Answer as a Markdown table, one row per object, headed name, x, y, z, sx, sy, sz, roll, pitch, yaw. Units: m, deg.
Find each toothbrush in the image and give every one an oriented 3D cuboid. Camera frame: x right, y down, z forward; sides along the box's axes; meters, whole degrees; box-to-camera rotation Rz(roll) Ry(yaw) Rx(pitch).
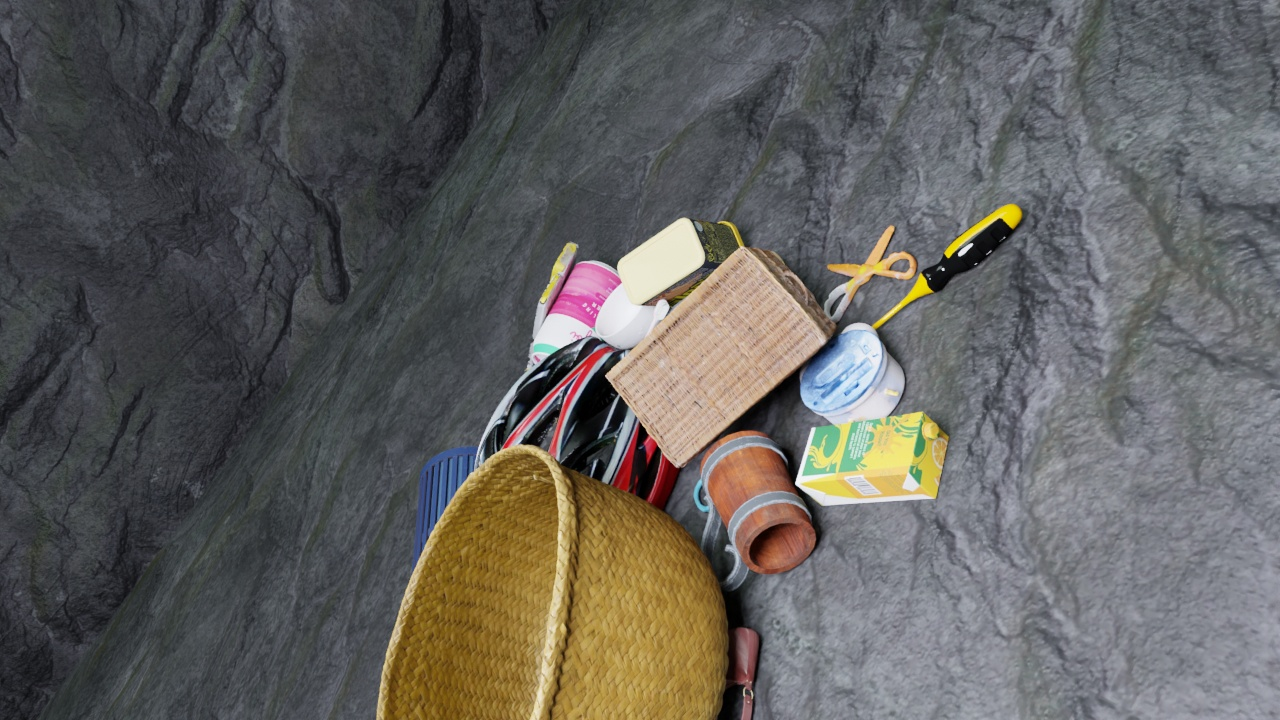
| name | x | y | z | sx | sy | sz | roll | pitch | yaw |
| --- | --- | --- | --- | --- | --- | --- | --- | --- | --- |
| toothbrush | -0.007 | 0.007 | 1.149 | 0.181 | 0.015 | 0.018 | -64 | 18 | 13 |
| toothbrush | 0.276 | -0.076 | 0.867 | 0.197 | 0.031 | 0.030 | -43 | 34 | 23 |

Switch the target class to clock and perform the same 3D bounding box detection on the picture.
| name | x | y | z | sx | sy | sz | roll | pitch | yaw |
| --- | --- | --- | --- | --- | --- | --- | --- | --- | --- |
| clock | 0.194 | 0.012 | 0.856 | 0.089 | 0.052 | 0.125 | -42 | 29 | 18 |

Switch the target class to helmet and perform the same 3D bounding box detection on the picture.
| name | x | y | z | sx | sy | sz | roll | pitch | yaw |
| --- | --- | --- | --- | --- | --- | --- | --- | --- | --- |
| helmet | -0.075 | 0.104 | 0.996 | 0.218 | 0.167 | 0.271 | 20 | 68 | 27 |

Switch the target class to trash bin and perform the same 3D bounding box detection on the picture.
| name | x | y | z | sx | sy | sz | roll | pitch | yaw |
| --- | --- | --- | --- | --- | --- | --- | --- | --- | --- |
| trash bin | -0.201 | 0.225 | 1.071 | 0.139 | 0.139 | 0.249 | -38 | 36 | 23 |

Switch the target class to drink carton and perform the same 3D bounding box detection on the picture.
| name | x | y | z | sx | sy | sz | roll | pitch | yaw |
| --- | --- | --- | --- | --- | --- | --- | --- | --- | --- |
| drink carton | 0.197 | 0.085 | 0.776 | 0.123 | 0.041 | 0.058 | -15 | 44 | 49 |

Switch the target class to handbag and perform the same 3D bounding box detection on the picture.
| name | x | y | z | sx | sy | sz | roll | pitch | yaw |
| --- | --- | --- | --- | --- | --- | --- | --- | --- | --- |
| handbag | 0.072 | 0.282 | 0.748 | 0.055 | 0.029 | 0.119 | -31 | 39 | 37 |

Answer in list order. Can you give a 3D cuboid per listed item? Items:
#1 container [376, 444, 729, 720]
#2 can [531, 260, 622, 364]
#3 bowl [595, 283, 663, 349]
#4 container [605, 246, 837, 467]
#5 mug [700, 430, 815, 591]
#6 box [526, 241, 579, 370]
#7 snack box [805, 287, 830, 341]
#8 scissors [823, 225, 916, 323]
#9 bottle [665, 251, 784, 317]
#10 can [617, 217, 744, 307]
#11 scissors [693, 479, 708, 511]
| name | x | y | z | sx | sy | sz | roll | pitch | yaw |
| --- | --- | --- | --- | --- | --- | --- | --- | --- | --- |
| container | -0.071 | 0.245 | 0.782 | 0.308 | 0.196 | 0.306 | -35 | 43 | 40 |
| can | -0.086 | -0.057 | 1.316 | 0.088 | 0.088 | 0.165 | -7 | 51 | 53 |
| bowl | -0.007 | -0.060 | 1.240 | 0.105 | 0.054 | 0.104 | -36 | 33 | 28 |
| container | 0.082 | -0.007 | 0.876 | 0.199 | 0.114 | 0.112 | -44 | -10 | 22 |
| mug | 0.094 | 0.140 | 0.827 | 0.117 | 0.081 | 0.111 | -47 | 31 | 17 |
| box | -0.135 | -0.076 | 1.373 | 0.210 | 0.023 | 0.126 | 114 | 177 | -58 |
| snack box | 0.136 | -0.041 | 0.976 | 0.093 | 0.079 | 0.094 | -40 | 28 | 22 |
| scissors | 0.234 | -0.090 | 0.960 | 0.128 | 0.011 | 0.125 | -55 | 29 | -7 |
| bottle | 0.102 | -0.073 | 1.100 | 0.162 | 0.046 | 0.072 | -34 | 32 | 29 |
| can | 0.052 | -0.120 | 1.149 | 0.131 | 0.100 | 0.072 | -30 | 74 | 34 |
| scissors | 0.090 | 0.146 | 0.899 | 0.056 | 0.015 | 0.136 | -49 | 34 | 8 |
